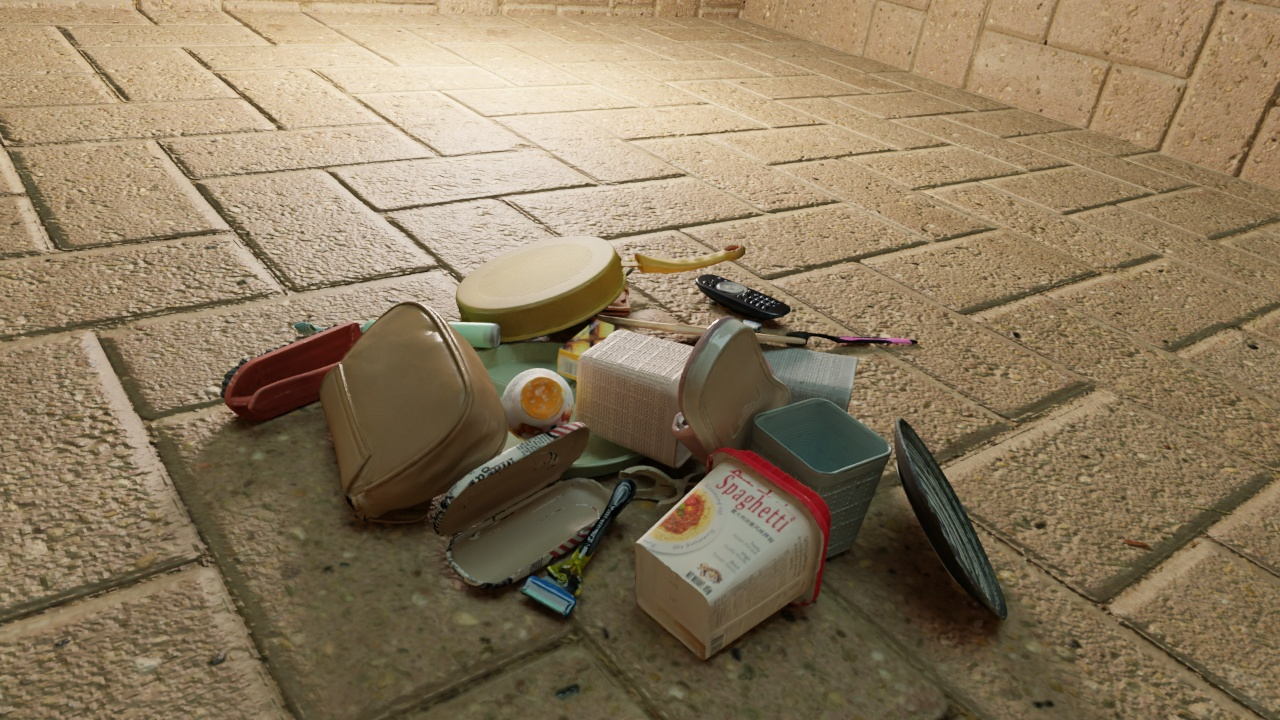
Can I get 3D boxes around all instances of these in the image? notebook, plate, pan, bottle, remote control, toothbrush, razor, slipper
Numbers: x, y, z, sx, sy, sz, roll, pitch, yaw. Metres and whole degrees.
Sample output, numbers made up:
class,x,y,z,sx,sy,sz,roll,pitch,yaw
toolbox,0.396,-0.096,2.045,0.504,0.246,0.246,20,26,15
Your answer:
class,x,y,z,sx,sy,sz,roll,pitch,yaw
notebook,0.059,-0.033,1.002,0.149,0.012,0.212,4,3,-24
plate,-0.083,0.045,0.910,0.230,0.028,0.229,6,29,-4
pan,-0.040,-0.099,1.075,0.357,0.078,0.197,-23,29,-13
bottle,-0.088,0.038,0.789,0.063,0.063,0.108,4,-9,-9
remote control,0.131,-0.079,1.191,0.136,0.024,0.053,27,35,31
toothbrush,-0.259,-0.030,0.975,0.224,0.027,0.026,2,69,7
plate,0.247,0.130,0.755,0.024,0.179,0.179,-30,22,20
razor,-0.041,0.145,0.731,0.043,0.022,0.142,25,45,14
toothbrush,0.265,-0.024,1.147,0.189,0.018,0.014,2,31,-19
slipper,0.073,0.035,0.775,0.054,0.114,0.274,28,-9,24

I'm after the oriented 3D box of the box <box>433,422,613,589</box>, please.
class,x,y,z,sx,sy,sz,roll,pitch,yaw
box,-0.087,0.111,0.735,0.075,0.086,0.161,26,36,35

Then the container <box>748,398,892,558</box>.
class,x,y,z,sx,sy,sz,roll,pitch,yaw
container,0.141,0.107,0.776,0.089,0.112,0.090,-12,36,-34

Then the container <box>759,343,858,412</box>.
class,x,y,z,sx,sy,sz,roll,pitch,yaw
container,0.152,0.039,0.925,0.114,0.090,0.090,13,29,13

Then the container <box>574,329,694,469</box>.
class,x,y,z,sx,sy,sz,roll,pitch,yaw
container,0.005,0.030,0.844,0.111,0.090,0.089,18,30,23

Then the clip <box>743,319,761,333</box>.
class,x,y,z,sx,sy,sz,roll,pitch,yaw
clip,0.135,-0.040,1.128,0.024,0.028,0.056,17,20,11

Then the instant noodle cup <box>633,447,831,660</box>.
class,x,y,z,sx,sy,sz,roll,pitch,yaw
instant noodle cup,0.065,0.148,0.694,0.124,0.117,0.116,-31,47,-33

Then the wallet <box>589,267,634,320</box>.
class,x,y,z,sx,sy,sz,roll,pitch,yaw
wallet,-0.063,-0.087,1.151,0.119,0.035,0.130,-1,31,-6

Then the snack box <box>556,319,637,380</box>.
class,x,y,z,sx,sy,sz,roll,pitch,yaw
snack box,-0.006,0.006,0.943,0.140,0.034,0.086,21,30,16

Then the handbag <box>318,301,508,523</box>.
class,x,y,z,sx,sy,sz,roll,pitch,yaw
handbag,-0.196,0.045,0.794,0.148,0.100,0.204,-37,41,0

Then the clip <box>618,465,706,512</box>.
class,x,y,z,sx,sy,sz,roll,pitch,yaw
clip,0.018,0.113,0.811,0.098,0.035,0.099,19,27,15

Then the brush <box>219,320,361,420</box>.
class,x,y,z,sx,sy,sz,roll,pitch,yaw
brush,-0.320,0.013,0.865,0.069,0.063,0.145,14,28,36
